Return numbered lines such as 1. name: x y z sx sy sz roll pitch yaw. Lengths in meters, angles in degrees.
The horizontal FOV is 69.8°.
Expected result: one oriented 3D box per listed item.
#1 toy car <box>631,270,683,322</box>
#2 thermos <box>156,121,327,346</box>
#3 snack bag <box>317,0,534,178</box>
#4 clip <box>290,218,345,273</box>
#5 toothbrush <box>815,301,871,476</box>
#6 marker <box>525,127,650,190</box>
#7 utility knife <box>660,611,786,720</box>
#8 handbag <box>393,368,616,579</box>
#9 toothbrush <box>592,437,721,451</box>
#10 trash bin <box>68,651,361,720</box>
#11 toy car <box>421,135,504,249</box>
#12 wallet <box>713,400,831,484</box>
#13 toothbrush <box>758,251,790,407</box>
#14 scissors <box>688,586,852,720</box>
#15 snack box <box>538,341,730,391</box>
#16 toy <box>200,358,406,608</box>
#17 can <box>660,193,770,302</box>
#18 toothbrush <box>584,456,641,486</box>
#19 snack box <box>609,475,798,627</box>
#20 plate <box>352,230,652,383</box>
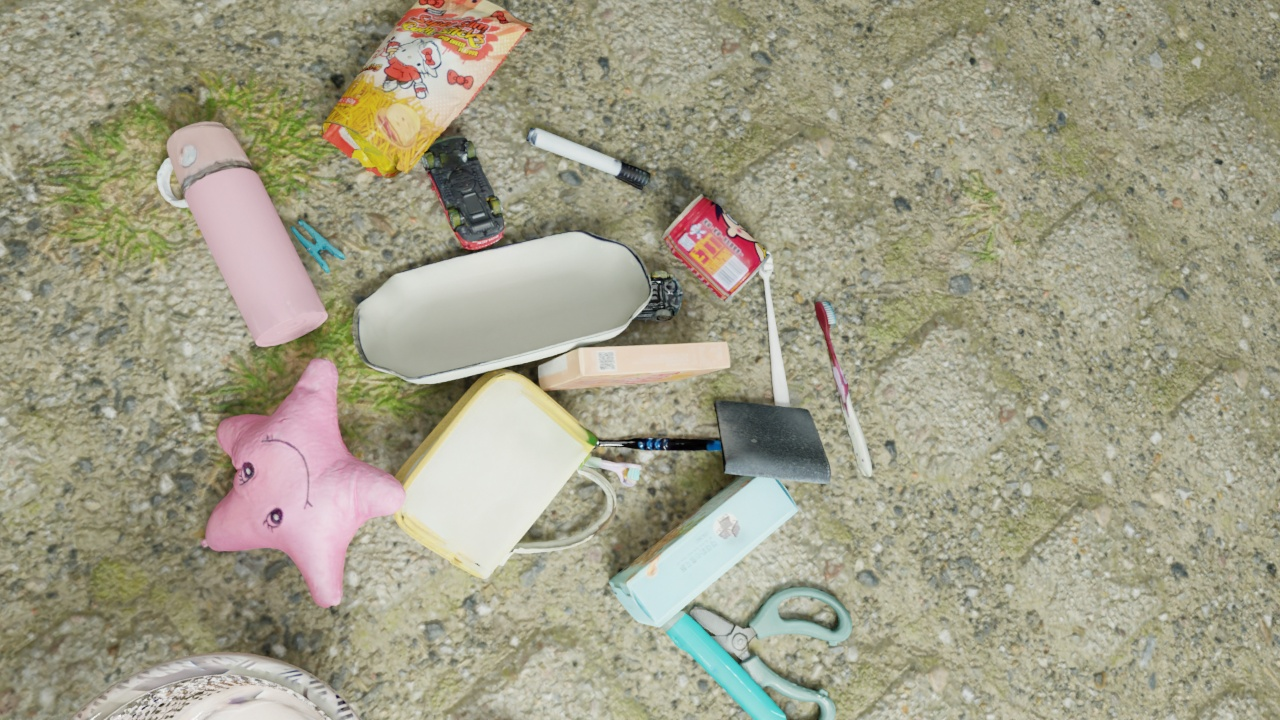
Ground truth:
1. toy car: -0.011 -0.060 0.898 0.105 0.031 0.049 -2 77 -6
2. thermos: -0.357 -0.108 0.810 0.087 0.067 0.198 -30 86 11
3. snack bag: -0.207 -0.272 0.876 0.129 0.073 0.207 25 71 18
4. clip: -0.300 -0.106 0.846 0.048 0.015 0.057 -44 90 -16
5. toothbrush: 0.211 0.028 0.944 0.017 0.016 0.187 -9 80 -26
6. marker: -0.053 -0.204 0.928 0.130 0.018 0.022 19 83 -10
7. utility knife: 0.095 0.304 0.837 0.029 0.013 0.209 -44 86 -9
8. handbag: -0.111 0.114 0.816 0.178 0.063 0.163 41 83 -20
9. toothbrush: 0.021 0.081 0.884 0.189 0.016 0.014 3 82 -14
10. trash bin: -0.294 0.320 0.657 0.227 0.192 0.227 3 77 -14
11. toy car: -0.169 -0.159 0.873 0.052 0.045 0.120 -18 71 -18
12. wallet: 0.121 0.073 0.862 0.097 0.120 0.019 7 117 -4
13. toothbrush: 0.137 -0.024 0.935 0.016 0.016 0.180 -3 80 -12
14. scissors: 0.128 0.260 0.869 0.177 0.019 0.169 36 73 -1
15. snack box: -0.005 0.005 0.836 0.157 0.085 0.026 -3 81 -32
16. toy: -0.288 0.114 0.760 0.179 0.074 0.194 -35 73 7
17. can: 0.074 -0.112 0.913 0.094 0.067 0.066 43 71 -1
18. toothbrush: -0.092 0.088 0.853 0.189 0.029 0.021 13 34 -9
19. snack box: 0.057 0.170 0.841 0.174 0.074 0.051 -36 87 -19
20. plate: -0.121 -0.044 0.826 0.265 0.034 0.162 -15 43 -11
